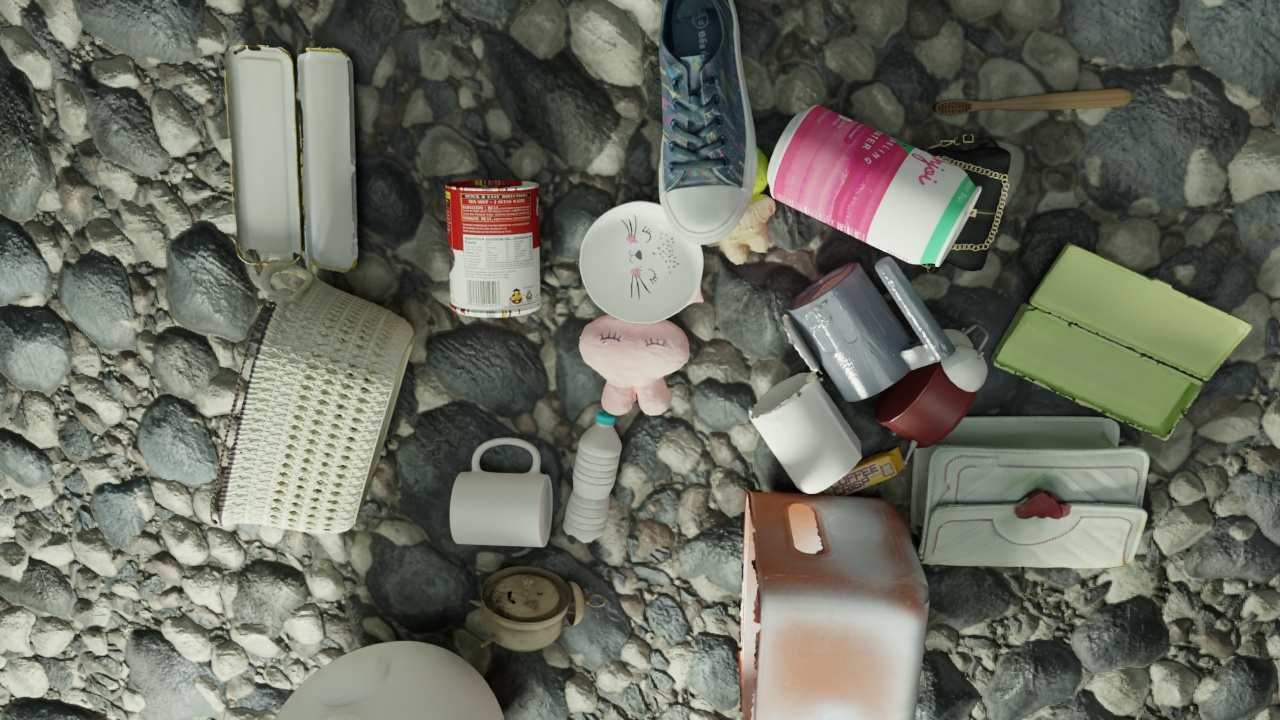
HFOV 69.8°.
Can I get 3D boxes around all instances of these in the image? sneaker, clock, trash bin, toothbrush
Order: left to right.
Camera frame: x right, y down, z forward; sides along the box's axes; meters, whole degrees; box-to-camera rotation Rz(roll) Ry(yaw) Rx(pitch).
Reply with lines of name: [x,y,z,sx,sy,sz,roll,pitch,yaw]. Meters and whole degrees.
clock: [-0.105,0.265,0.973,0.140,0.093,0.055,-1,115,-20]
sneaker: [0.054,-0.219,0.781,0.087,0.079,0.235,-2,90,11]
trash bin: [0.176,0.269,0.884,0.157,0.181,0.260,0,111,4]
clock: [0.273,0.024,0.853,0.048,0.096,0.138,35,109,-6]
toothbrush: [0.347,-0.228,0.812,0.167,0.016,0.016,-2,107,6]

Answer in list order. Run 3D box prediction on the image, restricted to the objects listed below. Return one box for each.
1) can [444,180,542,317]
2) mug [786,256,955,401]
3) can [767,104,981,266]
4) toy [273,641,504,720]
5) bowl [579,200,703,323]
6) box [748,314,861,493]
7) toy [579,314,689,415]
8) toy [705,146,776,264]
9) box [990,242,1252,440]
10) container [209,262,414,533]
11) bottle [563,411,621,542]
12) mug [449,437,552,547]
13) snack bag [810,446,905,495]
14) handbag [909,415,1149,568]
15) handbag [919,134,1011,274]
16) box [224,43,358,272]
can: [-0.137,-0.106,0.859,0.087,0.086,0.116,2,106,5]
mug: [0.208,-0.032,0.836,0.104,0.083,0.124,54,144,-8]
can: [0.198,-0.150,0.790,0.166,0.088,0.088,29,108,16]
toy: [-0.249,0.437,0.946,0.266,0.262,0.281,-15,122,12]
bowl: [0.003,-0.096,0.867,0.115,0.050,0.115,2,107,5]
box: [0.151,0.042,0.883,0.095,0.084,0.165,-34,100,23]
toy: [-0.005,0.005,0.898,0.108,0.053,0.105,-1,112,6]
toy: [0.082,-0.148,0.848,0.092,0.043,0.118,-24,104,10]
box: [0.445,-0.017,0.857,0.187,0.030,0.139,22,113,-1]
container: [-0.314,0.046,0.881,0.143,0.184,0.252,17,109,-12]
bottle: [-0.047,0.118,0.939,0.044,0.044,0.136,12,107,2]
mug: [-0.141,0.135,0.946,0.090,0.074,0.110,1,81,5]
snack bag: [0.217,0.117,0.925,0.099,0.020,0.026,-24,101,12]
handbag: [0.364,0.132,0.876,0.198,0.096,0.142,-1,107,4]
handbag: [0.285,-0.140,0.832,0.079,0.054,0.129,11,110,14]
box: [-0.330,-0.192,0.879,0.128,0.045,0.210,5,106,3]
